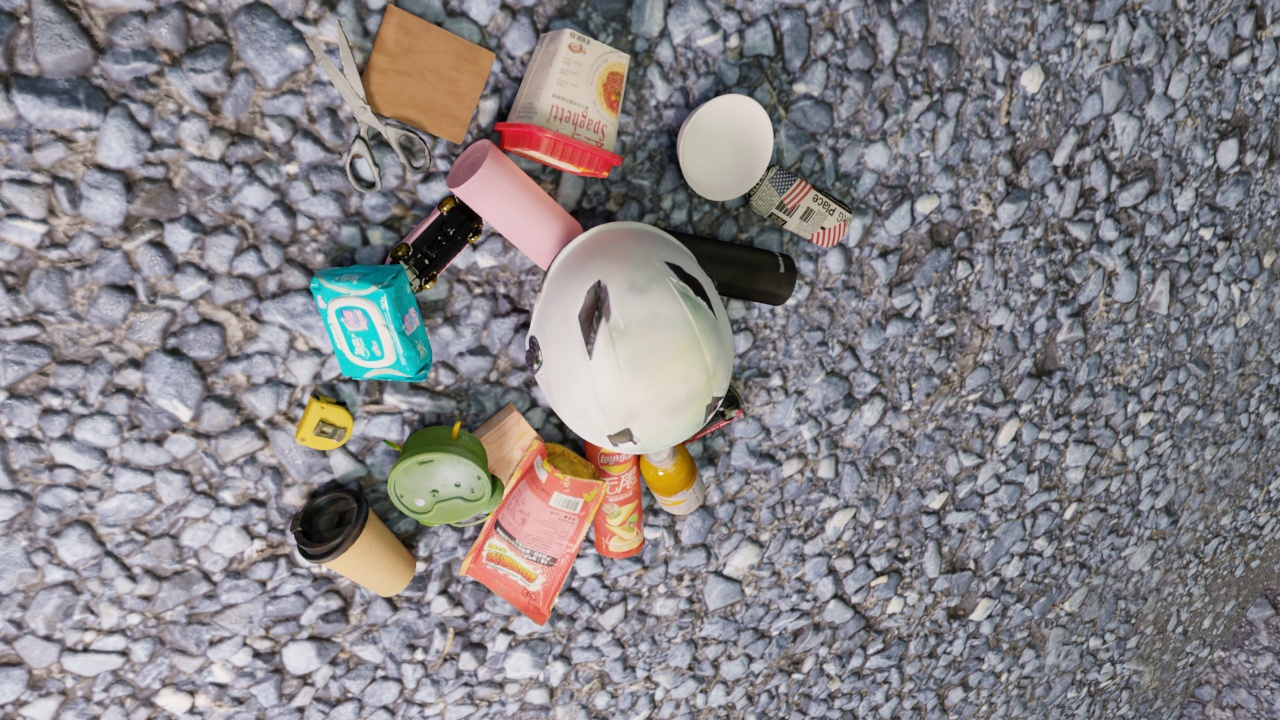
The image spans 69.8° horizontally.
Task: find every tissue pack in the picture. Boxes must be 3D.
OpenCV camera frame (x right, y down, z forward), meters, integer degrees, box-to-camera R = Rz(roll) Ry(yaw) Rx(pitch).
[{"bbox_3d":[-0.277,-0.036,0.953,0.093,0.050,0.134,0,123,18],"label":"tissue pack"}]

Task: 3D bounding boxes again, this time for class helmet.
[{"bbox_3d":[0.003,-0.004,0.975,0.228,0.146,0.259,-19,127,-16],"label":"helmet"}]

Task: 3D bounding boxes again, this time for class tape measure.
[{"bbox_3d":[-0.346,0.071,1.009,0.057,0.029,0.060,19,105,-33],"label":"tape measure"}]

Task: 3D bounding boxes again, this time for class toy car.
[{"bbox_3d":[-0.218,-0.123,0.971,0.122,0.037,0.056,-48,124,-13],"label":"toy car"},{"bbox_3d":[0.078,0.075,1.209,0.120,0.053,0.045,-27,150,-4],"label":"toy car"}]

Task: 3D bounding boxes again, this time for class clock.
[{"bbox_3d":[-0.225,0.143,1.070,0.116,0.056,0.161,-14,129,7],"label":"clock"}]

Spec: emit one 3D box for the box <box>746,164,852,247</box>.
[{"bbox_3d":[0.199,-0.193,1.145,0.164,0.051,0.068,22,93,-35],"label":"box"}]

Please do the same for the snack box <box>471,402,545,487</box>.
[{"bbox_3d":[-0.147,0.132,1.140,0.084,0.026,0.157,-38,125,-4],"label":"snack box"}]

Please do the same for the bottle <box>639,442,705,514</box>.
[{"bbox_3d":[0.039,0.144,1.171,0.068,0.068,0.190,-37,154,-6],"label":"bottle"}]

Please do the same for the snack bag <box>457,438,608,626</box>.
[{"bbox_3d":[-0.128,0.208,1.117,0.128,0.073,0.208,29,104,9],"label":"snack bag"}]

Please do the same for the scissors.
[{"bbox_3d":[-0.268,-0.233,0.880,0.164,0.014,0.163,17,121,-37],"label":"scissors"}]

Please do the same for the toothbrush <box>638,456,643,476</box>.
[{"bbox_3d":[-0.024,0.091,1.186,0.016,0.017,0.188,-31,124,-7],"label":"toothbrush"}]

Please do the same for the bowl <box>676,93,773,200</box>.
[{"bbox_3d":[0.084,-0.247,1.040,0.118,0.064,0.118,-11,119,-21],"label":"bowl"}]

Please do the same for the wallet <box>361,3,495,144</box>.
[{"bbox_3d":[-0.212,-0.279,0.905,0.115,0.020,0.101,17,107,-34],"label":"wallet"}]

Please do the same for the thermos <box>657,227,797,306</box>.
[{"bbox_3d":[0.072,-0.104,1.096,0.242,0.089,0.069,6,153,-29],"label":"thermos"}]

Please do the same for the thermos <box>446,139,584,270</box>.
[{"bbox_3d":[-0.110,-0.145,0.980,0.067,0.087,0.198,-50,126,-2],"label":"thermos"}]

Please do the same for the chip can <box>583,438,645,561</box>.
[{"bbox_3d":[-0.033,0.154,1.174,0.073,0.073,0.217,-17,125,-19],"label":"chip can"}]

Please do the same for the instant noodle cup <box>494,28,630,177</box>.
[{"bbox_3d":[-0.073,-0.261,0.933,0.116,0.117,0.124,12,97,-31],"label":"instant noodle cup"}]

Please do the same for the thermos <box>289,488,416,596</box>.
[{"bbox_3d":[-0.326,0.214,1.061,0.093,0.093,0.143,-38,134,-5],"label":"thermos"}]
